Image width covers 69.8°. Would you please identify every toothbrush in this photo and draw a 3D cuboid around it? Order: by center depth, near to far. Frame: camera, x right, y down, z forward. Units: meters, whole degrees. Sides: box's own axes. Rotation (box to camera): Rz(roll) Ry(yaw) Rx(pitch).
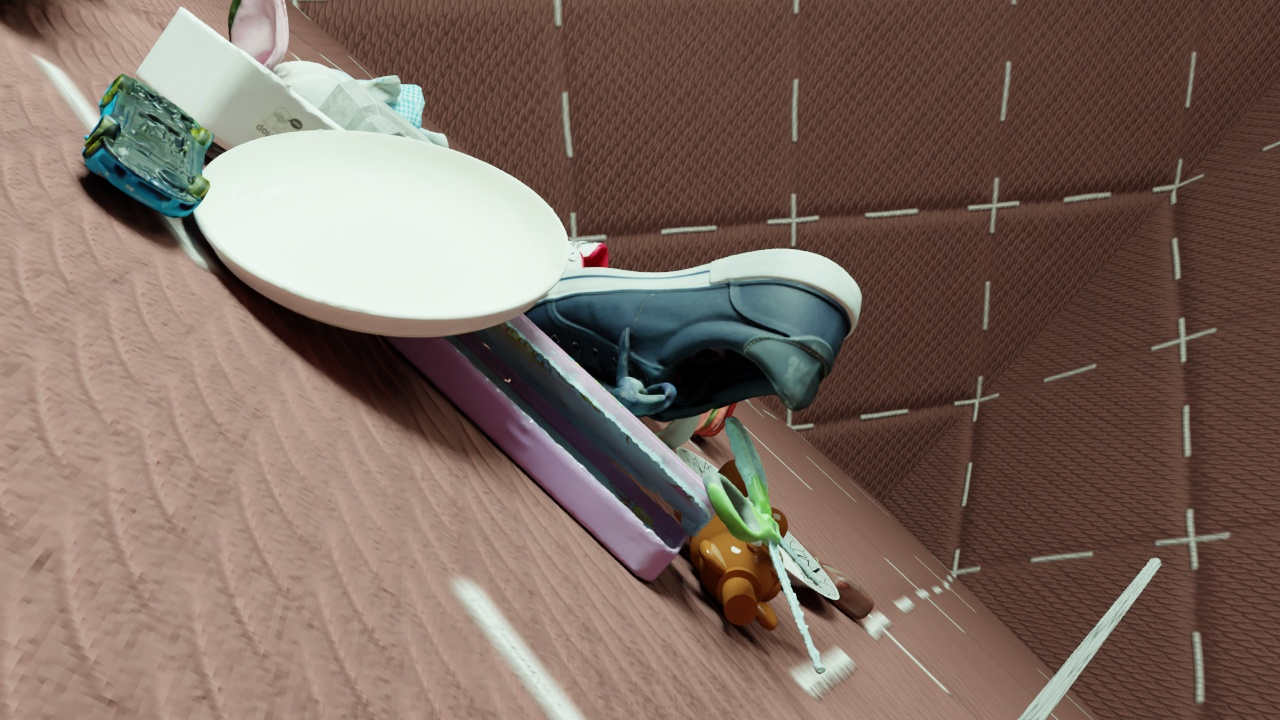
[{"bbox_3d":[0.189,0.166,0.435,0.010,0.181,0.010,39,7,39],"label":"toothbrush"}]

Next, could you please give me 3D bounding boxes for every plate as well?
[{"bbox_3d":[-0.129,-0.062,0.470,0.182,0.034,0.182,13,35,-9],"label":"plate"},{"bbox_3d":[0.097,0.147,0.811,0.188,0.016,0.188,41,6,-5],"label":"plate"}]

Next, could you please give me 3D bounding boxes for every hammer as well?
[{"bbox_3d":[-0.120,-0.082,0.754,0.162,0.083,0.317,46,7,38],"label":"hammer"}]

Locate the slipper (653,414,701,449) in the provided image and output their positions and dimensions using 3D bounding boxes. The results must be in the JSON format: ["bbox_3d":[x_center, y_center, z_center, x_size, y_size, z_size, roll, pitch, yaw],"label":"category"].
[{"bbox_3d":[0.023,0.031,0.827,0.080,0.113,0.266,52,-1,-4],"label":"slipper"}]

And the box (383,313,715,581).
[{"bbox_3d":[-0.051,0.032,0.525,0.214,0.065,0.078,42,-7,8],"label":"box"}]

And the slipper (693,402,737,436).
[{"bbox_3d":[0.093,0.045,1.144,0.059,0.103,0.248,26,5,-5],"label":"slipper"}]

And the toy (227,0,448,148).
[{"bbox_3d":[-0.251,-0.196,0.744,0.205,0.131,0.105,23,60,-39],"label":"toy"}]

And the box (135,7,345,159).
[{"bbox_3d":[-0.258,-0.146,0.579,0.102,0.091,0.107,36,-3,30],"label":"box"}]

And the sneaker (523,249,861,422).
[{"bbox_3d":[-0.004,0.004,0.614,0.295,0.127,0.120,-1,-32,43],"label":"sneaker"}]

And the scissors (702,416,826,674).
[{"bbox_3d":[0.074,0.098,0.529,0.171,0.021,0.172,50,14,-49],"label":"scissors"}]

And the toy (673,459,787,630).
[{"bbox_3d":[0.062,0.117,0.572,0.095,0.065,0.127,49,9,-10],"label":"toy"}]

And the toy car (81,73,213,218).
[{"bbox_3d":[-0.222,-0.094,0.411,0.048,0.032,0.105,37,12,-39],"label":"toy car"}]

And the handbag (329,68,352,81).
[{"bbox_3d":[-0.254,-0.201,0.861,0.158,0.069,0.126,45,8,8],"label":"handbag"}]

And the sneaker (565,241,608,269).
[{"bbox_3d":[-0.082,-0.090,0.962,0.236,0.104,0.090,45,7,34],"label":"sneaker"}]

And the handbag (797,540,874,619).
[{"bbox_3d":[0.179,0.205,0.897,0.055,0.029,0.119,41,0,-22],"label":"handbag"}]
